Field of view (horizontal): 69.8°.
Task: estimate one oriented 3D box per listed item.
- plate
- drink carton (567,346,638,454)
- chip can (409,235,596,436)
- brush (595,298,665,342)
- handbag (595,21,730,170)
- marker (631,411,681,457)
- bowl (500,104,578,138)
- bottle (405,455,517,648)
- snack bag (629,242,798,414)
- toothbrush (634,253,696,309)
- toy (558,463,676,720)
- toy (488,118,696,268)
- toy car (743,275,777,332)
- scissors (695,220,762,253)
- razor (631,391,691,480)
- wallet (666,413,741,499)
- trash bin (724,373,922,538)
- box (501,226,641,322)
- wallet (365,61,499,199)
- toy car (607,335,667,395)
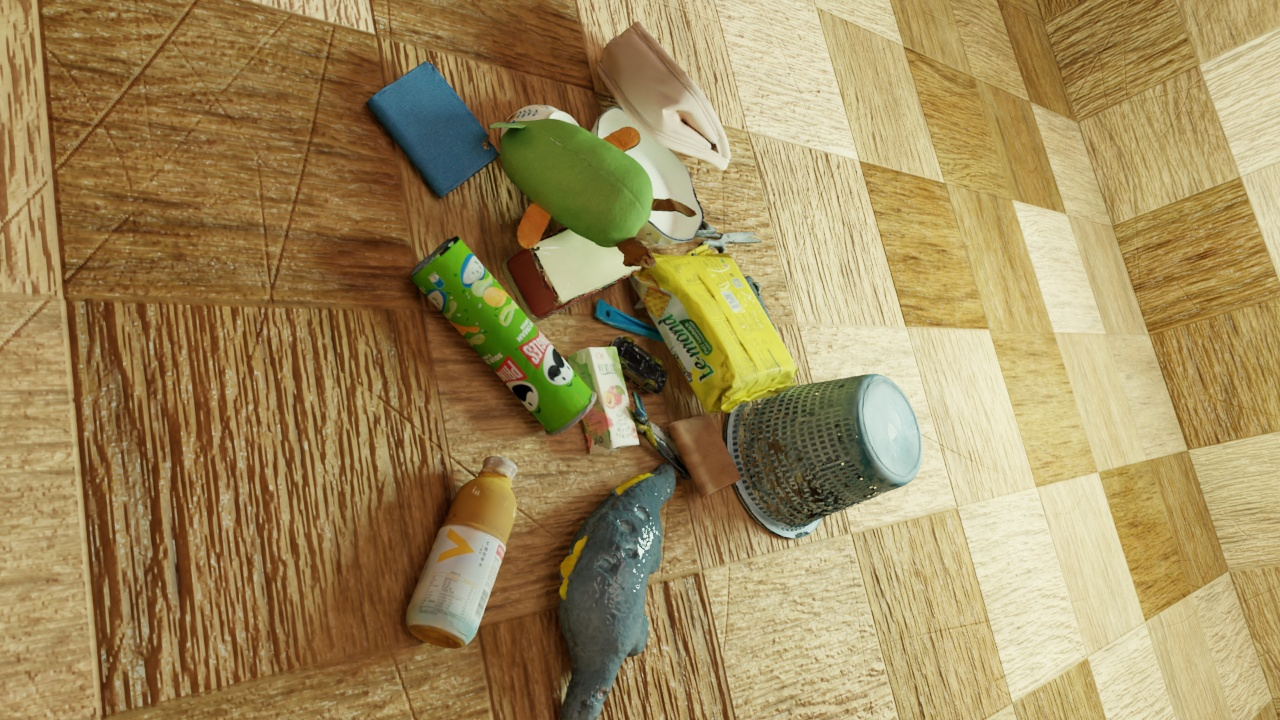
[{"bbox_3d":[0.002,-0.240,1.226,0.204,0.046,0.204,35,40,-35],"label":"plate"},{"bbox_3d":[-0.045,0.047,1.085,0.053,0.046,0.122,-5,77,-50],"label":"drink carton"},{"bbox_3d":[-0.148,-0.025,0.998,0.236,0.072,0.072,50,46,-15],"label":"chip can"},{"bbox_3d":[0.043,-0.024,1.210,0.254,0.046,0.083,23,62,-32],"label":"brush"},{"bbox_3d":[0.056,-0.351,1.296,0.234,0.093,0.193,28,25,-51],"label":"handbag"},{"bbox_3d":[0.031,0.099,1.158,0.130,0.018,0.022,36,26,-28],"label":"marker"},{"bbox_3d":[-0.111,-0.271,1.145,0.113,0.062,0.113,18,63,-39],"label":"bowl"},{"bbox_3d":[-0.166,0.181,0.895,0.068,0.068,0.189,37,51,-27],"label":"bottle"},{"bbox_3d":[0.100,-0.049,1.195,0.157,0.068,0.246,-12,66,-45],"label":"snack bag"},{"bbox_3d":[0.042,-0.114,1.260,0.018,0.016,0.191,51,45,-2],"label":"toothbrush"},{"bbox_3d":[-0.029,0.237,1.000,0.138,0.091,0.355,63,37,-46],"label":"toy"},{"bbox_3d":[-0.061,-0.201,1.059,0.247,0.090,0.226,36,57,5],"label":"toy"},{"bbox_3d":[0.164,-0.065,1.342,0.054,0.037,0.121,-47,117,-45],"label":"toy car"},{"bbox_3d":[0.125,-0.190,1.368,0.145,0.014,0.172,38,38,-14],"label":"scissors"},{"bbox_3d":[0.023,0.100,1.127,0.143,0.022,0.042,55,11,-30],"label":"razor"},{"bbox_3d":[0.084,0.119,1.174,0.115,0.020,0.101,-6,68,-62],"label":"wallet"},{"bbox_3d":[0.259,0.112,1.243,0.226,0.196,0.226,20,60,-37],"label":"trash bin"},{"bbox_3d":[-0.072,-0.117,1.104,0.167,0.080,0.091,-31,95,-46],"label":"box"},{"bbox_3d":[-0.233,-0.263,1.041,0.133,0.040,0.106,53,54,-16],"label":"wallet"},{"bbox_3d":[-0.007,0.007,1.146,0.090,0.035,0.042,39,49,-26],"label":"toy car"}]
